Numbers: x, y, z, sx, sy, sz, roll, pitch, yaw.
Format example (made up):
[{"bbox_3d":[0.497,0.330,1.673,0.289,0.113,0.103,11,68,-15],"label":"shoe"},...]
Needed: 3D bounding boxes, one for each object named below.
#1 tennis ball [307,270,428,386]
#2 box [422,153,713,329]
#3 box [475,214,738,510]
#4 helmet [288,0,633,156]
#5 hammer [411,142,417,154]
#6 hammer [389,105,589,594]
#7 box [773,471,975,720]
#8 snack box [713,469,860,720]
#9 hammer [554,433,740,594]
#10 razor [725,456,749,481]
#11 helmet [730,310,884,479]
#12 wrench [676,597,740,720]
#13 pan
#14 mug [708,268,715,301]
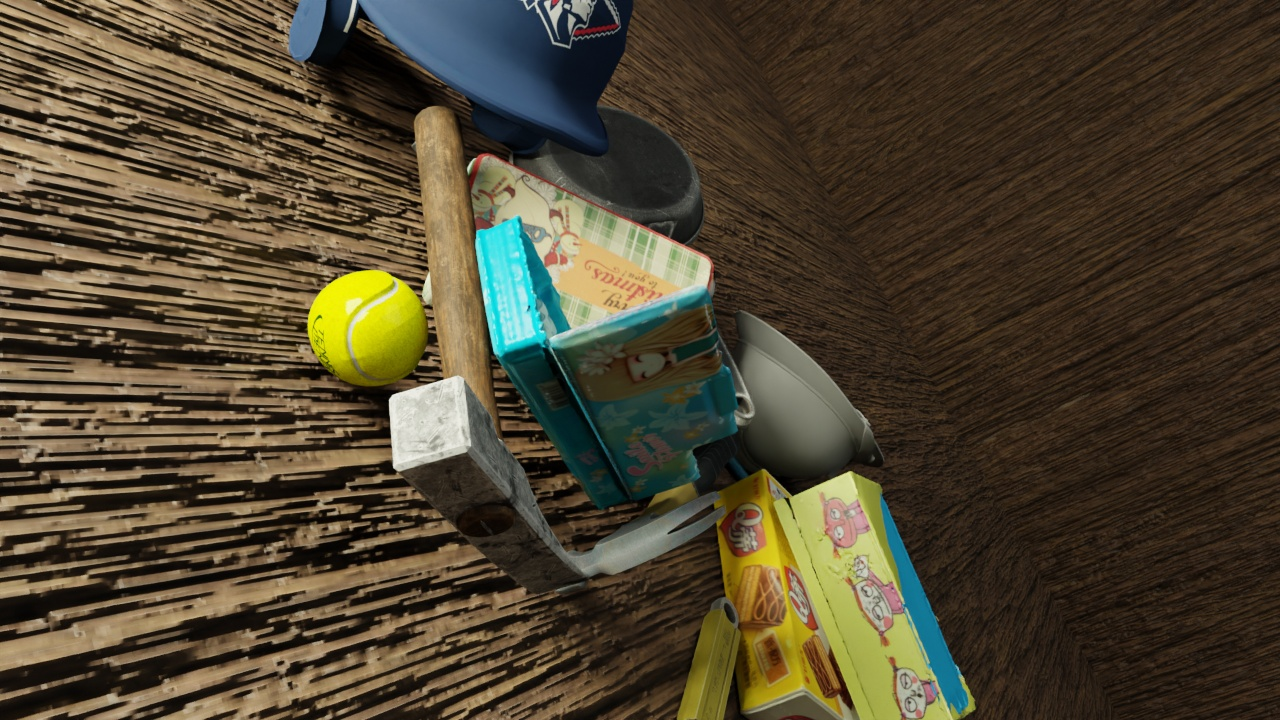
[{"bbox_3d":[-0.154,-0.018,0.522,0.065,0.065,0.065,45,26,-30],"label":"tennis ball"},{"bbox_3d":[-0.048,-0.061,0.678,0.205,0.050,0.117,24,68,-21],"label":"box"},{"bbox_3d":[-0.007,0.002,0.584,0.227,0.121,0.097,68,7,-57],"label":"box"},{"bbox_3d":[-0.107,-0.257,0.668,0.232,0.224,0.272,12,44,-49],"label":"helmet"},{"bbox_3d":[-0.106,-0.186,0.883,0.119,0.031,0.330,56,23,-11],"label":"hammer"},{"bbox_3d":[-0.098,-0.019,0.565,0.218,0.037,0.300,68,6,-57],"label":"hammer"},{"bbox_3d":[0.208,0.218,0.812,0.124,0.081,0.220,23,45,-60],"label":"box"},{"bbox_3d":[0.128,0.220,0.822,0.110,0.062,0.229,44,27,-33],"label":"snack box"},{"bbox_3d":[0.036,0.102,0.737,0.025,0.118,0.332,65,17,0],"label":"hammer"},{"bbox_3d":[0.111,0.122,0.967,0.144,0.022,0.042,46,-12,-19],"label":"razor"},{"bbox_3d":[0.149,0.071,0.998,0.183,0.117,0.271,37,-10,49],"label":"helmet"},{"bbox_3d":[0.041,0.251,0.655,0.083,0.018,0.272,55,22,-10],"label":"wrench"},{"bbox_3d":[0.012,-0.100,0.800,0.186,0.055,0.356,-12,59,-33],"label":"pan"},{"bbox_3d":[0.009,-0.058,0.851,0.098,0.082,0.117,19,38,-21],"label":"mug"}]
